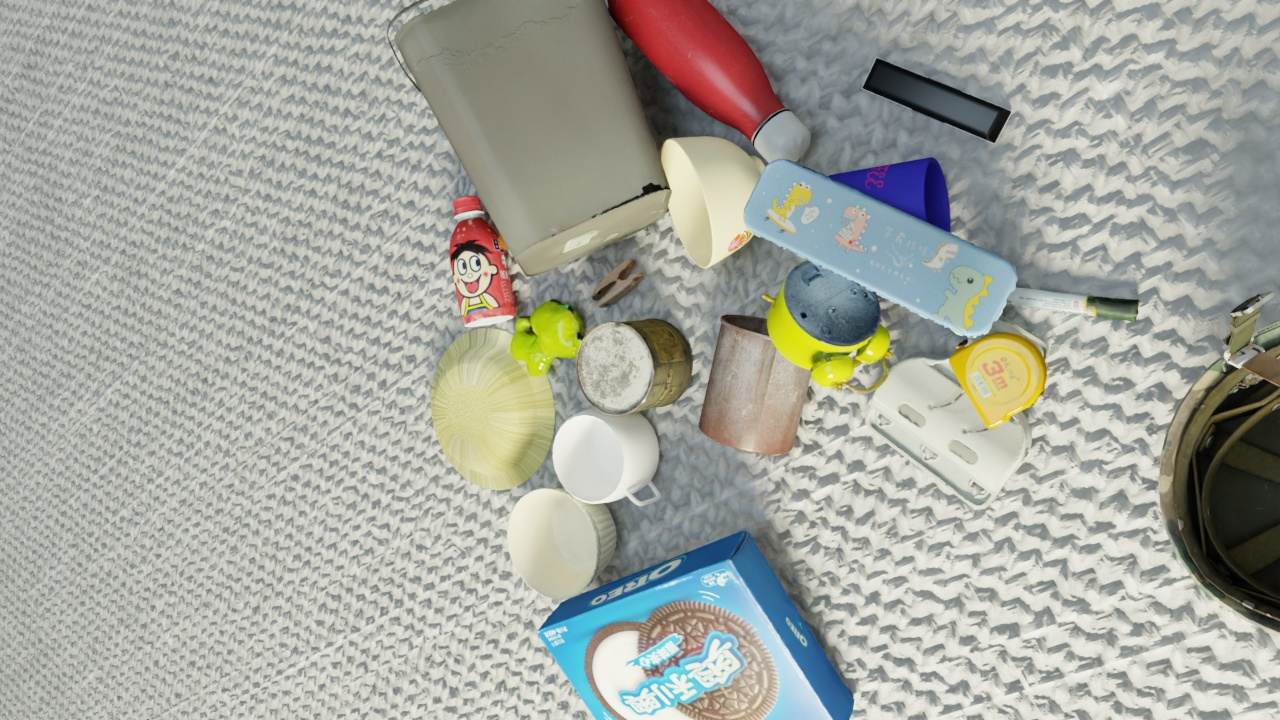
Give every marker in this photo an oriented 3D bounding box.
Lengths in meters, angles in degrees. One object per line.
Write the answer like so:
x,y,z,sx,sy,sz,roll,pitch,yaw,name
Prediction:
0.309,-0.048,0.720,0.147,0.017,0.017,11,100,31,marker

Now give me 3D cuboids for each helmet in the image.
0.422,0.061,0.529,0.225,0.235,0.192,-51,54,28,helmet

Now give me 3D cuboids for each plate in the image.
-0.180,0.057,1.028,0.185,0.036,0.184,3,96,32,plate

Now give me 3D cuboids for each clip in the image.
-0.025,-0.079,0.926,0.061,0.025,0.049,-4,91,31,clip
0.258,0.033,0.730,0.125,0.089,0.151,39,123,21,clip

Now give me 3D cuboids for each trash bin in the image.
-0.086,-0.213,0.843,0.197,0.197,0.220,-24,88,-3,trash bin

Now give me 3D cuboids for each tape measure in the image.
0.268,0.008,0.679,0.059,0.030,0.068,-34,79,28,tape measure

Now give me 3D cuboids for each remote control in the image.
0.240,-0.215,0.753,0.124,0.011,0.028,33,111,26,remote control

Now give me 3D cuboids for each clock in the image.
0.154,-0.026,0.738,0.119,0.083,0.057,52,150,14,clock

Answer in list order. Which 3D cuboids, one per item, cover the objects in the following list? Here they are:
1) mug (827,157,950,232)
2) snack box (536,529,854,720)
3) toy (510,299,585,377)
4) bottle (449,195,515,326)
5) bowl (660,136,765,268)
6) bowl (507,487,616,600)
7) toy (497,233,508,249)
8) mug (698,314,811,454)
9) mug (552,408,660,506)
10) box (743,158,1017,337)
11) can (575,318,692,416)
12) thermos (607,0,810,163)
0.204,-0.104,0.752,0.084,0.079,0.111,-4,115,32,mug
0.047,0.286,0.859,0.239,0.056,0.195,-29,97,30,snack box
-0.098,-0.025,0.970,0.094,0.036,0.094,40,117,27,toy
-0.177,-0.109,0.997,0.062,0.061,0.137,-14,88,32,bottle
0.074,-0.150,0.821,0.074,0.118,0.118,-19,82,-11,bowl
-0.075,0.185,0.957,0.115,0.062,0.115,3,96,32,bowl
-0.106,-0.157,0.965,0.090,0.070,0.103,26,85,41,toy
0.098,0.016,0.827,0.123,0.096,0.110,38,114,64,mug
-0.026,0.100,0.915,0.115,0.068,0.094,46,116,21,mug
0.176,-0.087,0.693,0.210,0.052,0.067,29,121,16,box
-0.005,0.005,0.891,0.090,0.074,0.090,3,96,34,can
0.064,-0.264,0.824,0.073,0.073,0.240,-47,71,26,thermos
